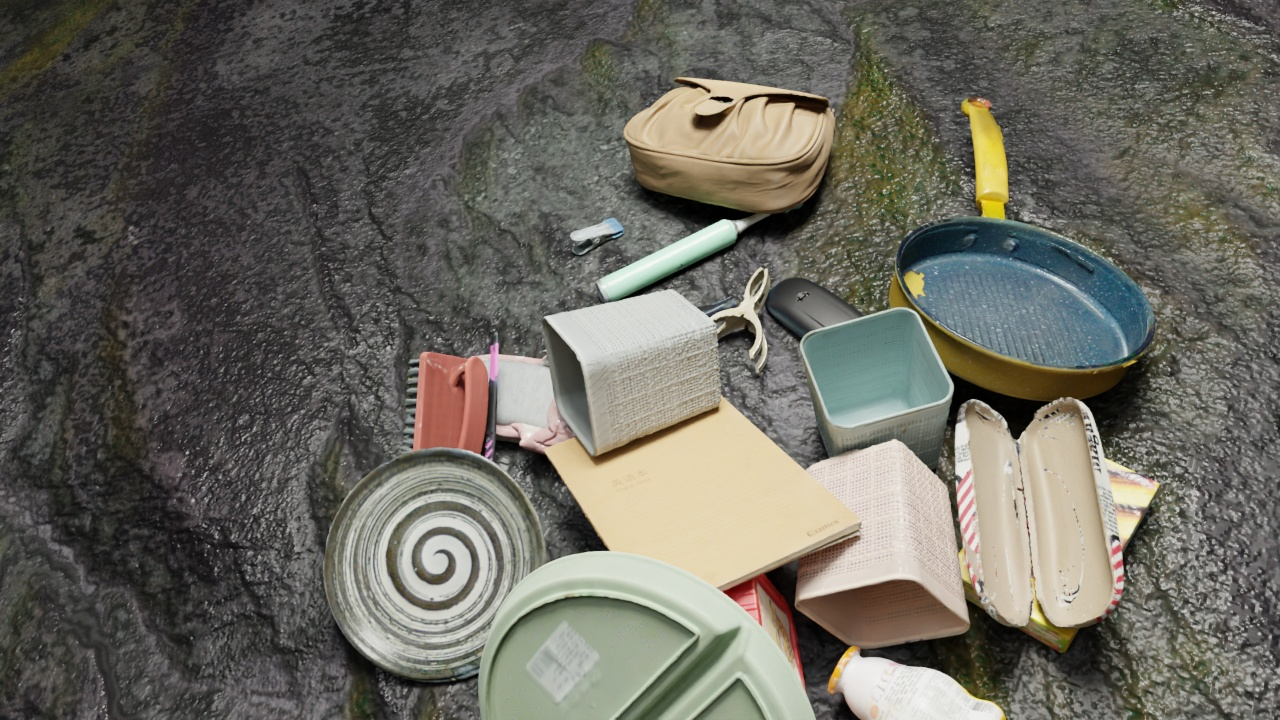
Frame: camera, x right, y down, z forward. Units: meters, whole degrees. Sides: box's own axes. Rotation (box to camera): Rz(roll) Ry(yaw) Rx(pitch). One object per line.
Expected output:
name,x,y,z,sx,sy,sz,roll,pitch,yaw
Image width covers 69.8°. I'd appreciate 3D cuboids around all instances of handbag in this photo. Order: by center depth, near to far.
handbag,0.089,-0.224,0.914,0.205,0.100,0.147,17,51,30

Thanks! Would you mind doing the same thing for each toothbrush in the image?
toothbrush,-0.129,0.066,0.776,0.014,0.017,0.189,-15,69,43
toothbrush,0.060,-0.113,0.892,0.224,0.027,0.026,-27,56,-5

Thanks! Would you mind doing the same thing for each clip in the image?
clip,0.082,-0.033,0.816,0.098,0.035,0.099,-12,59,13
clip,-0.046,-0.130,0.937,0.057,0.028,0.024,-24,52,-16

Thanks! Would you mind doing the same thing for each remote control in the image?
remote control,0.164,-0.035,0.806,0.053,0.024,0.136,-39,54,-12

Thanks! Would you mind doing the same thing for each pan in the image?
pan,0.305,-0.111,0.774,0.198,0.078,0.356,7,41,0

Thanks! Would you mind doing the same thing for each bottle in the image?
bottle,0.175,0.225,0.584,0.108,0.063,0.063,27,65,30

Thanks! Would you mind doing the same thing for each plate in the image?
plate,-0.005,0.226,0.552,0.230,0.230,0.027,12,18,23
plate,-0.159,0.159,0.719,0.179,0.024,0.179,-1,79,7

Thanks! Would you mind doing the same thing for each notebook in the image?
notebook,0.033,0.090,0.654,0.149,0.012,0.211,-20,31,-16

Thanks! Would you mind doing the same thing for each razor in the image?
razor,0.025,-0.037,0.849,0.143,0.022,0.042,-12,8,2

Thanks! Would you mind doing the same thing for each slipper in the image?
slipper,-0.057,0.036,0.794,0.275,0.054,0.114,10,57,22

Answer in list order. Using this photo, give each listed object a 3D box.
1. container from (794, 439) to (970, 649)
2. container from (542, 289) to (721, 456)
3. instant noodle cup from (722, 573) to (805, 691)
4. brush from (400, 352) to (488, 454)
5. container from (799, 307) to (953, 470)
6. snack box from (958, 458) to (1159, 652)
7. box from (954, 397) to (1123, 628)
container,0.164,0.125,0.634,0.090,0.090,0.110,-24,41,35
container,-0.004,0.004,0.713,0.114,0.090,0.090,-17,32,-18
instant noodle cup,0.037,0.208,0.613,0.124,0.116,0.116,-18,51,17
brush,-0.162,0.068,0.769,0.069,0.063,0.145,-2,81,39
container,0.177,0.036,0.695,0.090,0.111,0.090,-15,52,3
snack box,0.291,0.124,0.648,0.087,0.034,0.140,29,68,32
box,0.263,0.093,0.609,0.086,0.075,0.161,-28,40,38
